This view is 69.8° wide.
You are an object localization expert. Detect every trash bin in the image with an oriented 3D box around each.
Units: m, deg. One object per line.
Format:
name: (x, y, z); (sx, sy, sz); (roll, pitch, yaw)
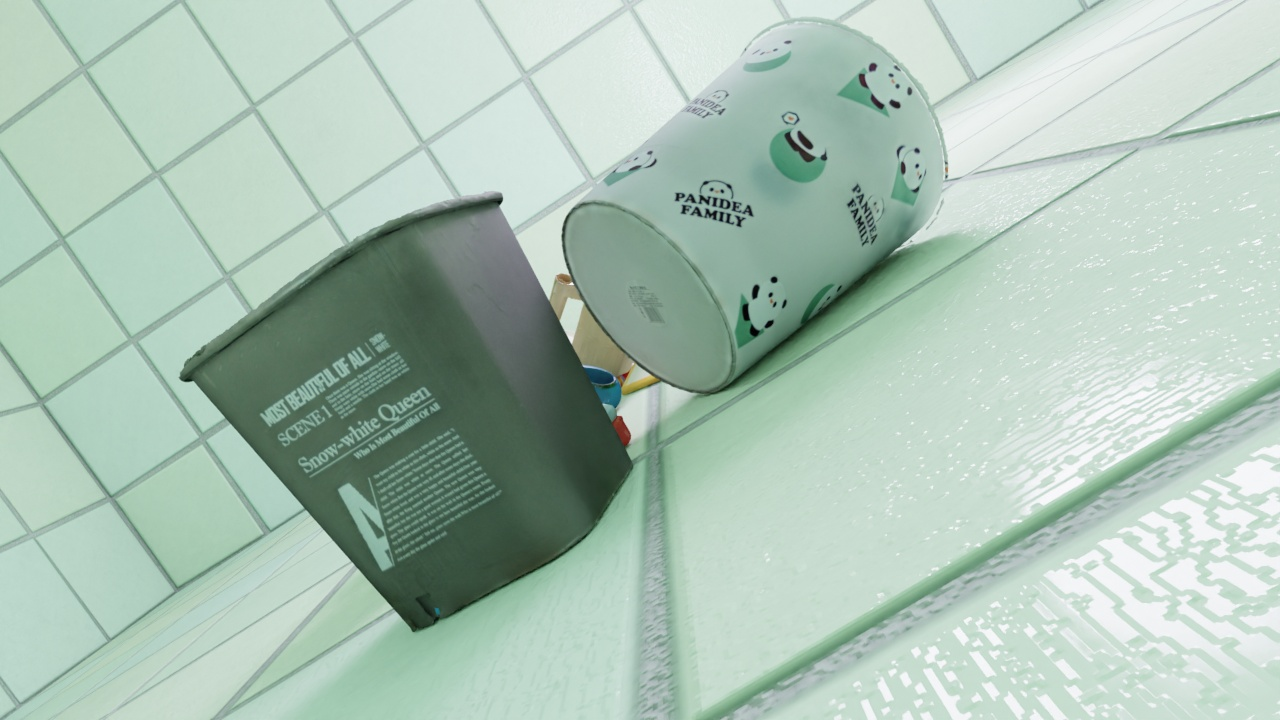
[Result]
trash bin: (0.085, -0.120, 0.760); (0.251, 0.229, 0.230); (-41, 9, -25)
trash bin: (-0.136, 0.033, 0.611); (0.199, 0.220, 0.198); (-30, 5, 19)

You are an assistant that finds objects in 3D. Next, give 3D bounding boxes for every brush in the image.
brush: (-0.086, 0.029, 0.939); (0.143, 0.055, 0.073); (7, 0, -20)

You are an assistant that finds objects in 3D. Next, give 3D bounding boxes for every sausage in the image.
sausage: (-0.007, 0.007, 1.143); (0.020, 0.020, 0.155); (-29, 7, 32)

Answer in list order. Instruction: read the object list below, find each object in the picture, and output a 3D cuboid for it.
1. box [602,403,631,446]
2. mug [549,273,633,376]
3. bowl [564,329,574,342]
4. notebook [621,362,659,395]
box: (-0.071, 0.070, 0.814); (0.086, 0.047, 0.201); (-34, 7, -14)
mug: (-0.051, -0.047, 1.074); (0.084, 0.124, 0.104); (-103, 26, -48)
bowl: (-0.100, 0.000, 1.158); (0.116, 0.066, 0.116); (8, -13, 2)
notebook: (0.060, -0.044, 0.972); (0.207, 0.010, 0.145); (-24, 35, 55)
